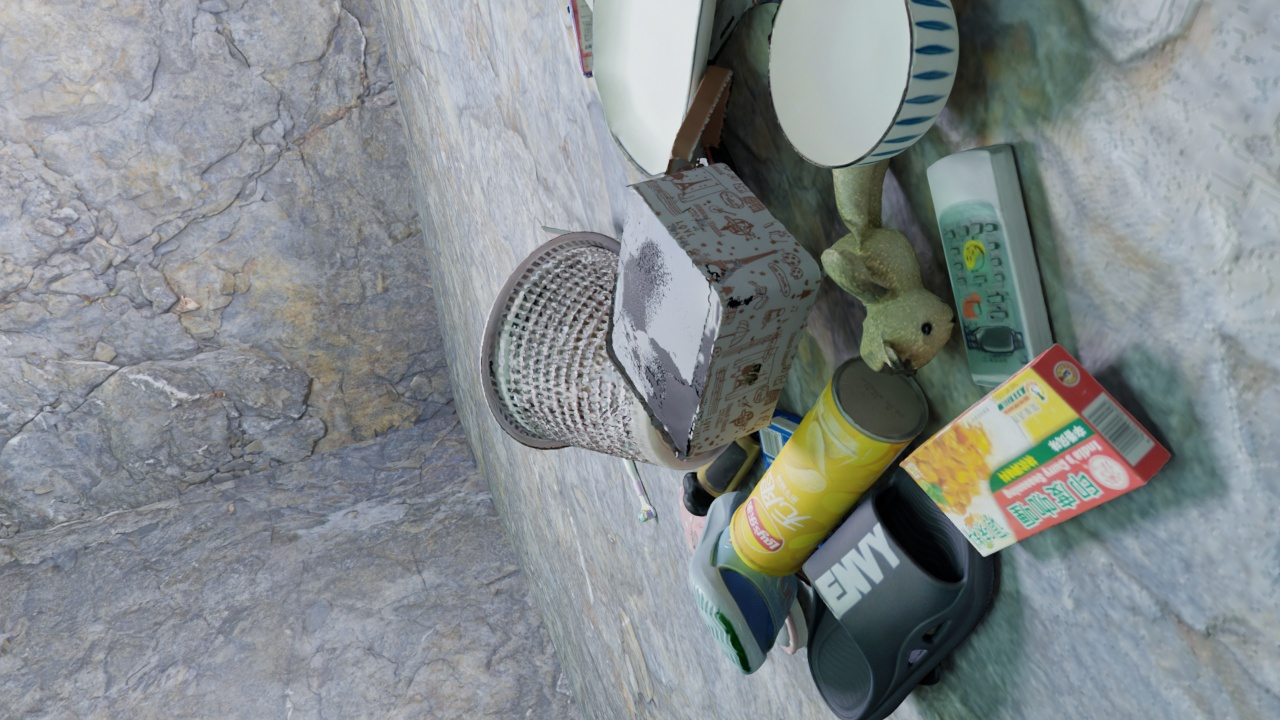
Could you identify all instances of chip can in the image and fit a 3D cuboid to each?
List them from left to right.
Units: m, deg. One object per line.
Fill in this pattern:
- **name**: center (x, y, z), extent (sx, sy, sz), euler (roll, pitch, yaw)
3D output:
- **chip can**: center (0.134, 0.087, 0.689), extent (0.072, 0.072, 0.214), euler (64, 152, 28)

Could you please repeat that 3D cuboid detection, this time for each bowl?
- **bowl**: center (0.131, -0.167, 0.509), extent (0.116, 0.066, 0.116), euler (29, 124, 56)

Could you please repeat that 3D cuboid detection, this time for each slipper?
- **slipper**: center (0.094, 0.223, 1.001), extent (0.274, 0.054, 0.114), euler (-135, 29, -58)
- **slipper**: center (0.101, 0.188, 0.826), extent (0.104, 0.074, 0.245), euler (64, -165, -11)
- **slipper**: center (0.167, 0.186, 0.671), extent (0.110, 0.083, 0.269), euler (56, 145, 41)

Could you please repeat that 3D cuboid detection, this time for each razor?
- **razor**: center (0.086, 0.111, 0.932), extent (0.062, 0.067, 0.168), euler (43, 147, 12)

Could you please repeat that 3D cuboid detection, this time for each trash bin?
- **trash bin**: center (-0.006, 0.005, 0.867), extent (0.192, 0.226, 0.228), euler (20, 128, 42)

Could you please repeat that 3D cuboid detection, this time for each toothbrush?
- **toothbrush**: center (-0.020, 0.146, 1.352), extent (0.020, 0.029, 0.189), euler (17, -133, -60)

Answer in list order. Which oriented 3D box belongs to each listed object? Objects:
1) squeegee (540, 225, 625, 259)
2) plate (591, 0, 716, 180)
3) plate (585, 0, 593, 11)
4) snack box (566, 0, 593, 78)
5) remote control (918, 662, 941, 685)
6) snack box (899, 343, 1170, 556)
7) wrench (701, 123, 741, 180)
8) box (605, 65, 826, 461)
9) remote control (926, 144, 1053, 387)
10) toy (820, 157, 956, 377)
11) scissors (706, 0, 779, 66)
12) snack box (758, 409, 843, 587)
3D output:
- **squeegee**: center (-0.006, -0.043, 1.104), extent (0.248, 0.040, 0.250), euler (18, 130, 49)
- **plate**: center (0.013, -0.272, 0.744), extent (0.162, 0.034, 0.266), euler (55, 154, 32)
- **plate**: center (-0.017, -0.374, 0.777), extent (0.164, 0.034, 0.164), euler (56, 149, -5)
- **snack box**: center (-0.048, -0.380, 0.871), extent (0.057, 0.058, 0.208), euler (-106, 6, -69)
- **remote control**: center (0.197, 0.226, 0.740), extent (0.137, 0.024, 0.053), euler (-11, 86, 64)
- **snack box**: center (0.211, 0.056, 0.515), extent (0.077, 0.027, 0.156), euler (49, 157, 13)
- **wrench**: center (0.045, -0.229, 0.813), extent (0.056, 0.016, 0.273), euler (109, 141, -67)
- **box**: center (0.038, -0.077, 0.687), extent (0.179, 0.125, 0.273), euler (100, 167, -48)
- **remote control**: center (0.195, -0.051, 0.512), extent (0.056, 0.019, 0.135), euler (-175, 69, -72)
- **toy**: center (0.150, -0.068, 0.564), extent (0.105, 0.066, 0.157), euler (5, -107, -62)
- **scissors**: center (0.087, -0.262, 0.658), extent (0.206, 0.015, 0.196), euler (90, 155, -43)
- **snack box**: center (0.145, 0.126, 0.813), extent (0.084, 0.026, 0.157), euler (-156, 52, -68)
